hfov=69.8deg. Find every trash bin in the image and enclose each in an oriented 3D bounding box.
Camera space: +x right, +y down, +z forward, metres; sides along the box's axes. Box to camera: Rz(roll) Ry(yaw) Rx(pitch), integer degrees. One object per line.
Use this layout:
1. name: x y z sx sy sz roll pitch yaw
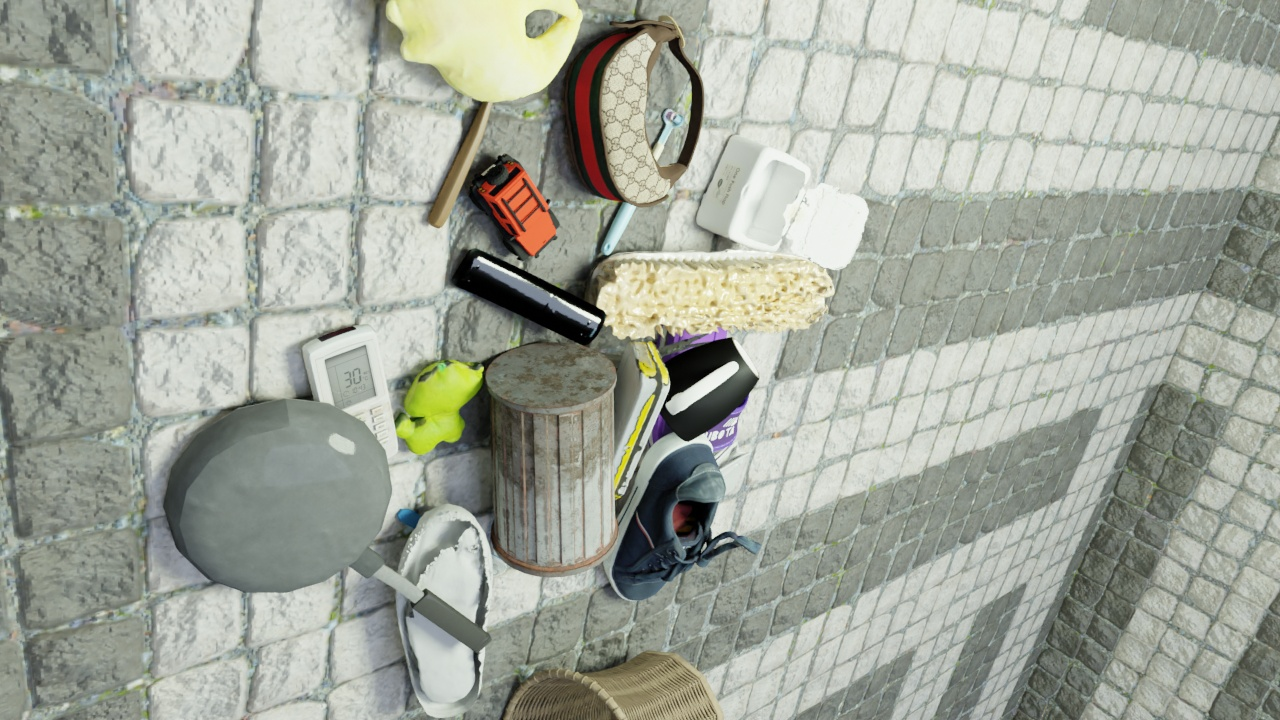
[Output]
1. trash bin: -0.086 0.104 0.903 0.130 0.131 0.211 -21 127 -34

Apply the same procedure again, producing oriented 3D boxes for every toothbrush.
1. toothbrush: 0.000 -0.173 0.898 0.022 0.016 0.155 27 96 -6
2. toothbrush: -0.136 -0.186 0.760 0.016 0.016 0.167 19 100 -48
3. toothbrush: -0.190 0.188 0.942 0.016 0.014 0.166 -52 138 -6

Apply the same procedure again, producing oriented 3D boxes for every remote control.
1. remote control: -0.246 0.035 0.784 0.060 0.025 0.139 -24 129 -32
2. remote control: -0.099 -0.055 0.844 0.151 0.020 0.041 25 109 -30

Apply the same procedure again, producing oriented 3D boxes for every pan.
1. pan: -0.245 0.175 0.806 0.178 0.041 0.357 -42 127 -4

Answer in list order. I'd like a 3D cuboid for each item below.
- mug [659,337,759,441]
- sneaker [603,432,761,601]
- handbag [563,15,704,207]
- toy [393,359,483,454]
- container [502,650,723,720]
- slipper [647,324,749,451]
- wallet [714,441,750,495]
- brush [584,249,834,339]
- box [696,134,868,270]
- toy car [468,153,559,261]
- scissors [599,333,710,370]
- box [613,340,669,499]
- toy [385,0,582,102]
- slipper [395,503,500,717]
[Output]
1. mug: 0.065 0.026 0.939 0.100 0.085 0.118 -34 178 13
2. sneaker: 0.042 0.217 1.063 0.120 0.127 0.295 -9 140 -26
3. handbag: 0.002 -0.227 0.835 0.138 0.063 0.167 -31 127 -33
4. toy: -0.184 0.040 0.841 0.094 0.036 0.094 -25 135 -23
5. container: -0.026 0.476 1.135 0.195 0.227 0.227 2 113 -52
6. slipper: 0.077 0.026 1.044 0.107 0.084 0.267 -19 126 -35
7. wallet: 0.091 0.148 1.152 0.086 0.032 0.116 -31 157 -25
8. brush: 0.075 -0.071 0.949 0.270 0.056 0.083 -2 114 -22
9. box: 0.155 -0.168 1.006 0.190 0.083 0.111 15 105 -30
10. toy car: -0.105 -0.130 0.799 0.051 0.049 0.100 -47 138 -12
11. scissors: -0.014 -0.004 0.925 0.131 0.012 0.170 26 131 -33
12. box: -0.018 0.066 0.946 0.033 0.064 0.210 -3 140 -24
13. toy: -0.120 -0.274 0.683 0.154 0.065 0.171 -34 128 -22
14. slipper: -0.195 0.250 0.930 0.112 0.074 0.247 -12 122 -30
